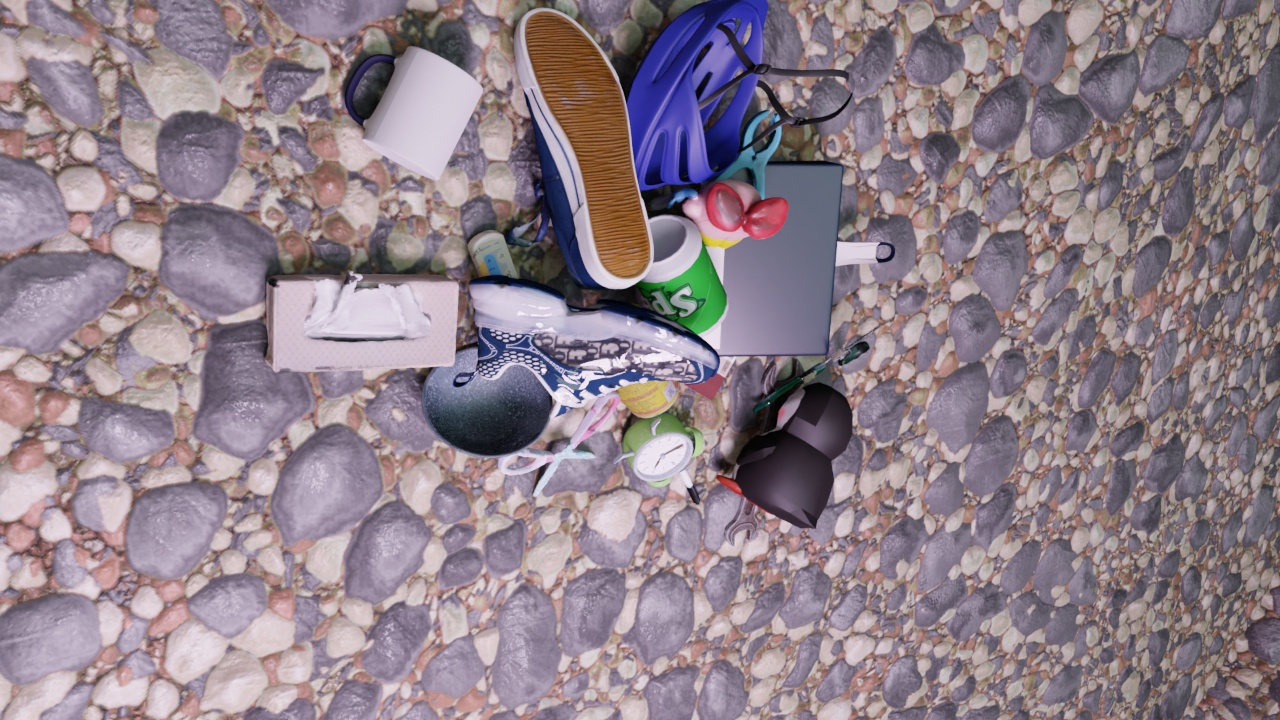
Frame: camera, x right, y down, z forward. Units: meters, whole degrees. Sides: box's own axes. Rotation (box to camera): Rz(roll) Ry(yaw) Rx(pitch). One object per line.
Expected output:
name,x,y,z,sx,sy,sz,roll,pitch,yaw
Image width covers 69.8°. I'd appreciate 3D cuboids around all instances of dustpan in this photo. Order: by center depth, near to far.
dustpan,0.199,-0.130,1.149,0.273,0.080,0.236,-1,107,-6

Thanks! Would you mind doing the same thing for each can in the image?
can,0.041,-0.090,1.024,0.087,0.088,0.140,-47,141,-13

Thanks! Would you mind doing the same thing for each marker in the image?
marker,0.048,0.130,1.184,0.011,0.011,0.152,-36,120,-19

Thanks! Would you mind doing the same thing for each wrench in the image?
wrench,0.169,0.127,1.261,0.070,0.010,0.273,9,100,-34

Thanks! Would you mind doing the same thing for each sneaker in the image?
sneaker,-0.056,0.001,0.952,0.269,0.103,0.132,13,98,-6
sneaker,-0.082,-0.209,0.958,0.120,0.127,0.294,-17,93,-33

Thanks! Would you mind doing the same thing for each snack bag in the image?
snack bag,0.110,-0.028,1.173,0.057,0.013,0.158,29,88,-38

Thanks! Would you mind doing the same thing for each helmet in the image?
helmet,0.097,-0.269,0.964,0.241,0.228,0.147,-65,152,1

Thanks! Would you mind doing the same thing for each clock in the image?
clock,0.026,0.109,1.128,0.094,0.042,0.119,-42,134,12

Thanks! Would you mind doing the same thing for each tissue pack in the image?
tissue pack,-0.267,-0.041,0.897,0.181,0.071,0.104,-1,106,-29

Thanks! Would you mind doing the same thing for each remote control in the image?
remote control,-0.149,-0.080,0.988,0.038,0.018,0.126,-30,120,-22

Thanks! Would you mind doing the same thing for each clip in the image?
clip,0.120,-0.233,1.053,0.097,0.026,0.116,18,104,-14

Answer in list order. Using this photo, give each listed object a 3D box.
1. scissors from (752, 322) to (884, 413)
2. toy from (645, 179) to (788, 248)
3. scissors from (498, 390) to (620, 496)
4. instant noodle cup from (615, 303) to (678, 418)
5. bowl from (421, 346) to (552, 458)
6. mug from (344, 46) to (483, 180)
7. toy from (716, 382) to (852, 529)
scissors,0.247,0.009,1.222,0.202,0.015,0.205,-36,166,22
toy,0.081,-0.153,1.023,0.124,0.131,0.097,2,97,-25
scissors,-0.092,0.097,1.035,0.176,0.013,0.171,-3,137,-52
instant noodle cup,-0.006,0.006,1.066,0.100,0.100,0.112,-48,132,-12
bowl,-0.165,0.056,0.982,0.136,0.137,0.057,-21,155,-26
mug,-0.220,-0.239,0.864,0.112,0.078,0.097,27,89,-7
toy,0.215,0.119,1.193,0.159,0.140,0.184,36,83,-40
